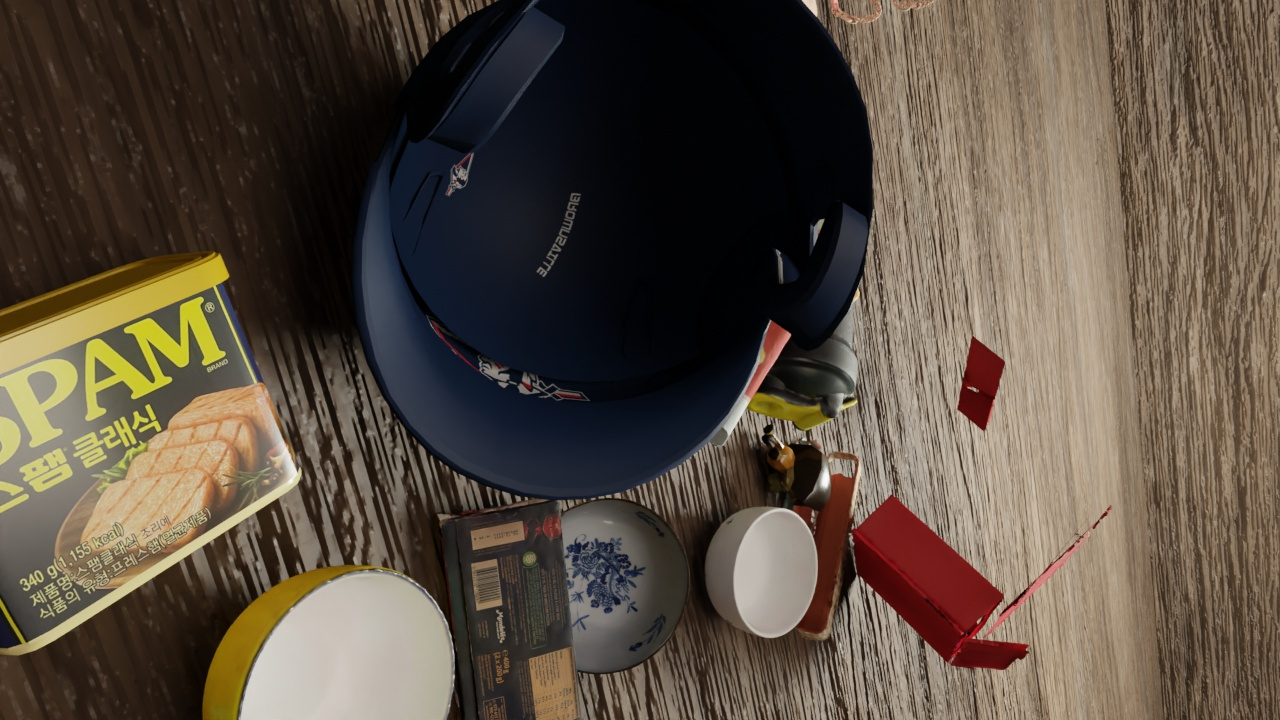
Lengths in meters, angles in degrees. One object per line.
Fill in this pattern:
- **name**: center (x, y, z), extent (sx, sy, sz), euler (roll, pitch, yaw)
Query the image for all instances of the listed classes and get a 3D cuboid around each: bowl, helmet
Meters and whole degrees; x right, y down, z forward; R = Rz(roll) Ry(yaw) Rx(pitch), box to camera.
- **bowl**: center (0.096, 0.173, 0.767), extent (0.104, 0.054, 0.105), euler (0, 90, -39)
- **bowl**: center (-0.028, 0.142, 0.604), extent (0.114, 0.045, 0.114), euler (-1, 94, -16)
- **helmet**: center (-0.031, -0.062, 0.487), extent (0.232, 0.223, 0.272), euler (26, 77, -24)
- **bowl**: center (-0.155, 0.154, 0.437), extent (0.117, 0.068, 0.117), euler (3, 86, -53)

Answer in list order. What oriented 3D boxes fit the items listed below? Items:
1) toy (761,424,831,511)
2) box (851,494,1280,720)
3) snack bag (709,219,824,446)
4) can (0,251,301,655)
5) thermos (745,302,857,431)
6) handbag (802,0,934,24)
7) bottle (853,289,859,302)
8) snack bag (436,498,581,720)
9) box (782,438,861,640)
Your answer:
- **toy**: center (0.136, 0.095, 0.832), extent (0.100, 0.063, 0.076), euler (48, 16, -32)
- **box**: center (0.386, 0.258, 0.838), extent (0.107, 0.410, 0.211), euler (-64, 156, -16)
- **snack bag**: center (0.083, -0.045, 0.677), extent (0.224, 0.077, 0.041), euler (-55, 175, -25)
- **can**: center (-0.216, 0.030, 0.358), extent (0.134, 0.075, 0.104), euler (-38, 121, -46)
- **thermos**: center (0.137, -0.054, 0.762), extent (0.098, 0.098, 0.220), euler (39, 53, -45)
- **handbag**: center (0.140, -0.354, 0.740), extent (0.116, 0.187, 0.199), euler (-56, 135, -47)
- **bottle**: center (0.179, -0.102, 0.886), extent (0.063, 0.063, 0.109), euler (-53, 129, -39)
- **snack bag**: center (-0.077, 0.162, 0.554), extent (0.074, 0.018, 0.155), euler (-7, 96, -22)
- **box**: center (0.165, 0.166, 0.869), extent (0.078, 0.054, 0.186), euler (24, 65, -15)
